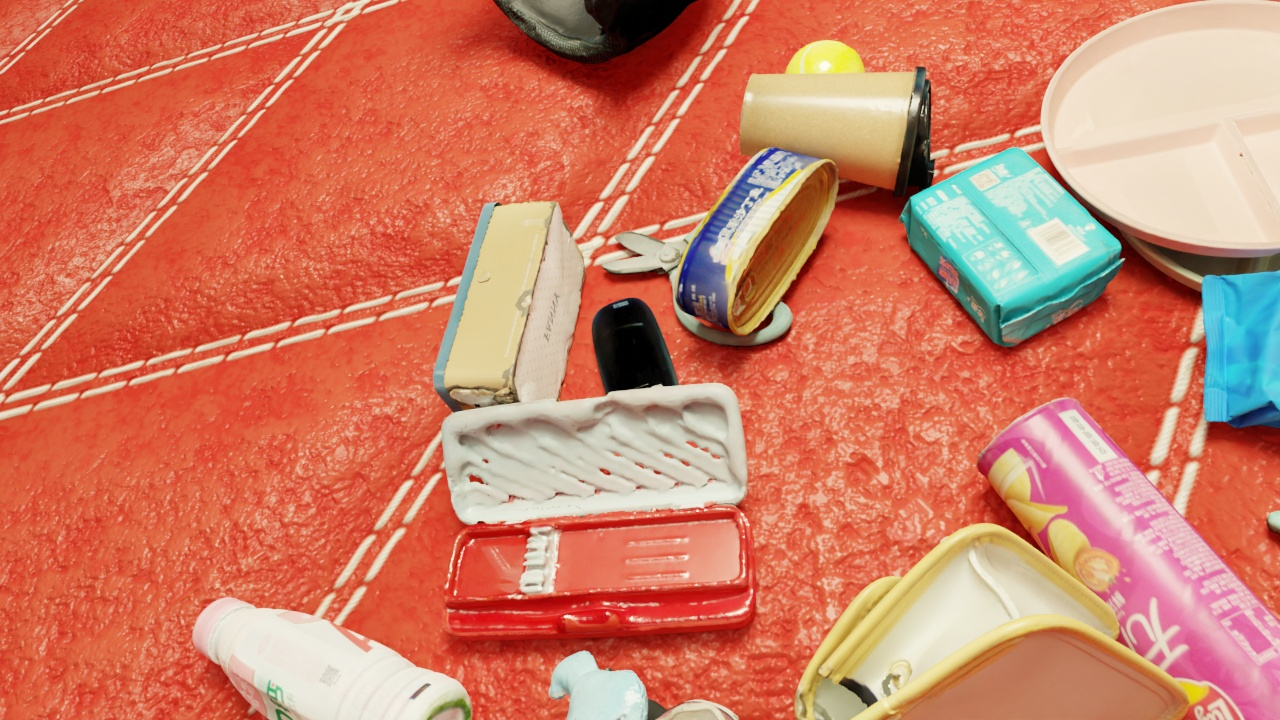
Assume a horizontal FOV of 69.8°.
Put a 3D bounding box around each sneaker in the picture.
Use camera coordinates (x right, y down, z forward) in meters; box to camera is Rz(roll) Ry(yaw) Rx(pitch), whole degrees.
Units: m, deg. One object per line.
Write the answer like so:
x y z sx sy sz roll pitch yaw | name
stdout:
0.034 0.278 0.420 0.118 0.088 0.240 -15 60 13 | sneaker

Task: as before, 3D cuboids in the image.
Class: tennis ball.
0.148 -0.224 0.740 0.065 0.065 0.065 -8 56 11 | tennis ball

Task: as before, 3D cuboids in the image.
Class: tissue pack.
0.248 -0.082 0.626 0.093 0.050 0.133 -26 54 0 | tissue pack
0.403 -0.003 0.514 0.157 0.052 0.095 6 80 19 | tissue pack

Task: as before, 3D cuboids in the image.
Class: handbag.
0.139 0.165 0.430 0.179 0.163 0.063 -45 35 19 | handbag

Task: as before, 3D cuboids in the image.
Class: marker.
0.045 0.226 0.506 0.124 0.015 0.018 27 72 32 | marker

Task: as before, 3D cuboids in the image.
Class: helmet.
-0.038 -0.402 0.792 0.233 0.275 0.229 34 44 20 | helmet

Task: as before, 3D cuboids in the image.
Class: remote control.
-0.004 0.004 0.659 0.053 0.024 0.136 -19 54 2 | remote control

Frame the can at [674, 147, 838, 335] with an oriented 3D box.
0.082 -0.086 0.641 0.049 0.075 0.148 23 66 30 | can

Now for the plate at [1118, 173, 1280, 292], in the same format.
0.430 -0.124 0.615 0.230 0.027 0.229 -8 55 11 | plate

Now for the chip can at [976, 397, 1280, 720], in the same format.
0.268 0.118 0.477 0.071 0.071 0.210 -27 54 -3 | chip can

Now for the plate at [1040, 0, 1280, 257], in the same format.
0.392 -0.157 0.614 0.230 0.028 0.229 -8 56 12 | plate

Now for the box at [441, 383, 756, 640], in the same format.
-0.030 0.098 0.583 0.201 0.063 0.160 -6 75 13 | box

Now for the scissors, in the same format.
0.060 -0.086 0.704 0.177 0.019 0.171 30 71 31 | scissors

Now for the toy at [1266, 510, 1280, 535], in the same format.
0.392 0.094 0.483 0.091 0.030 0.096 -44 51 -17 | toy

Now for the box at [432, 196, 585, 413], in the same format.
-0.090 -0.037 0.673 0.063 0.090 0.183 -3 55 15 | box

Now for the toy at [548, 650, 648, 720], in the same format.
-0.051 0.239 0.479 0.157 0.049 0.161 -34 44 40 | toy

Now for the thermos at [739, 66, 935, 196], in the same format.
0.150 -0.174 0.683 0.143 0.093 0.092 9 60 13 | thermos

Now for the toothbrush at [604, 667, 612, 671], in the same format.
-0.022 0.264 0.501 0.018 0.014 0.188 -15 53 21 | toothbrush

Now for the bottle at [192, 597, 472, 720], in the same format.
-0.198 0.196 0.566 0.197 0.068 0.068 14 63 28 | bottle
